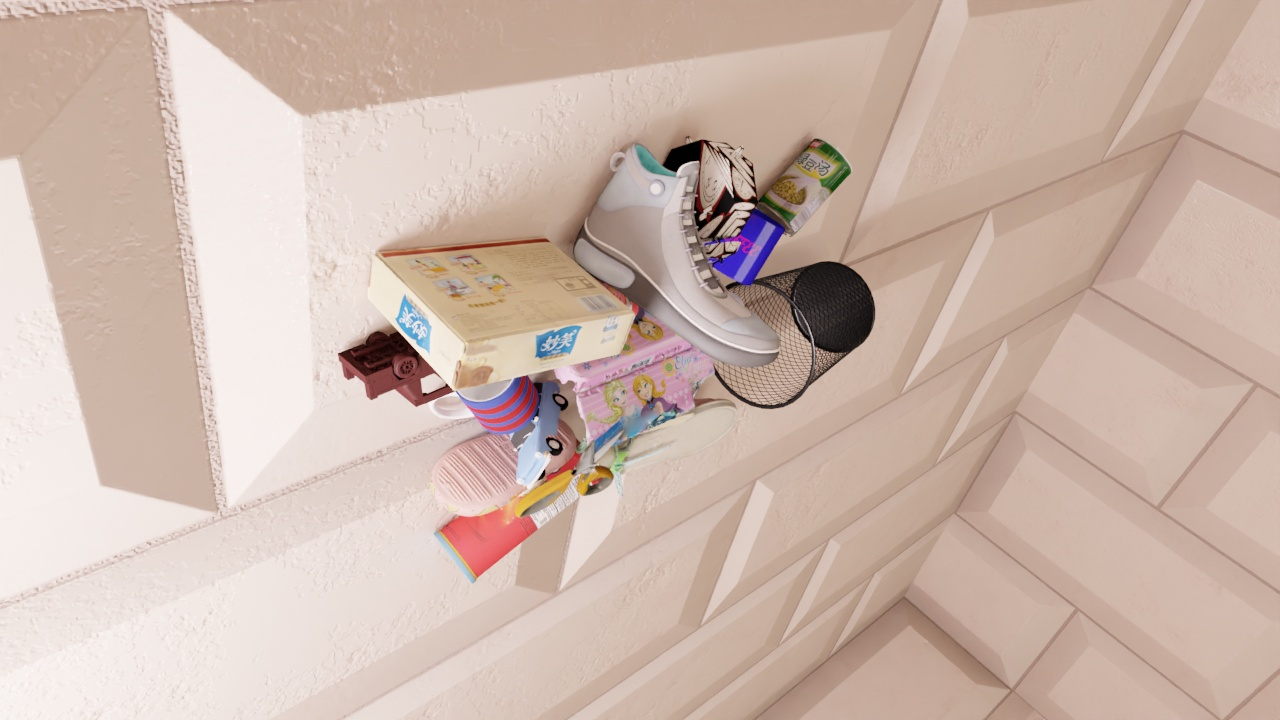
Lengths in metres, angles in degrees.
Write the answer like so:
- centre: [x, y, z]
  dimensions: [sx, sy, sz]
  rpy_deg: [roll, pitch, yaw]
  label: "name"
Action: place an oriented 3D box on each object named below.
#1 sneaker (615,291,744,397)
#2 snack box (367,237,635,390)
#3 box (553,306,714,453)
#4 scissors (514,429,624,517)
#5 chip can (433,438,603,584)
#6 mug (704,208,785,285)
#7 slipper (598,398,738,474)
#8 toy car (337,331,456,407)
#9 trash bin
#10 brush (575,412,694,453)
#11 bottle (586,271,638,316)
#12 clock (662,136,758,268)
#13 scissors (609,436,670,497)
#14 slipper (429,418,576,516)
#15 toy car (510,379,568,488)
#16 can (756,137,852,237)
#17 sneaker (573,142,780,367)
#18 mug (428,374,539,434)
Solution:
- centre: [0.057, 0.006, 1.254]
  dimensions: [0.235, 0.089, 0.087]
  rpy_deg: [-41, 148, 1]
  label: "sneaker"
- centre: [-0.131, -0.052, 0.880]
  dimensions: [0.206, 0.153, 0.055]
  rpy_deg: [-13, 135, -44]
  label: "snack box"
- centre: [0.000, 0.002, 1.116]
  dimensions: [0.229, 0.160, 0.062]
  rpy_deg: [-22, 170, -38]
  label: "box"
- centre: [-0.061, 0.130, 1.081]
  dimensions: [0.175, 0.016, 0.226]
  rpy_deg: [-7, 154, -42]
  label: "scissors"
- centre: [-0.155, 0.187, 1.184]
  dimensions: [0.213, 0.087, 0.087]
  rpy_deg: [-38, 148, -17]
  label: "chip can"
- centre: [0.133, -0.156, 1.191]
  dimensions: [0.084, 0.079, 0.111]
  rpy_deg: [-59, 176, 17]
  label: "mug"
- centre: [0.024, 0.108, 1.352]
  dimensions: [0.273, 0.054, 0.114]
  rpy_deg: [-15, 140, -26]
  label: "slipper"
- centre: [-0.207, -0.004, 0.916]
  dimensions: [0.169, 0.070, 0.062]
  rpy_deg: [-25, 130, -35]
  label: "toy car"
- centre: [0.226, -0.051, 1.330]
  dimensions: [0.209, 0.184, 0.184]
  rpy_deg: [-25, 142, -44]
  label: "trash bin"
- centre: [-0.001, 0.093, 1.226]
  dimensions: [0.217, 0.012, 0.033]
  rpy_deg: [-11, 149, -45]
  label: "brush"
- centre: [-0.053, -0.069, 1.054]
  dimensions: [0.137, 0.062, 0.062]
  rpy_deg: [9, 117, -55]
  label: "bottle"
- centre: [0.064, -0.169, 1.031]
  dimensions: [0.064, 0.115, 0.155]
  rpy_deg: [-8, 113, -48]
  label: "clock"
- centre: [-0.034, 0.151, 1.302]
  dimensions: [0.172, 0.021, 0.172]
  rpy_deg: [-24, 143, -18]
  label: "scissors"
- centre: [-0.164, 0.137, 1.119]
  dimensions: [0.196, 0.093, 0.082]
  rpy_deg: [-26, 151, -36]
  label: "slipper"
- centre: [-0.122, 0.081, 1.072]
  dimensions: [0.054, 0.153, 0.056]
  rpy_deg: [26, 120, -16]
  label: "toy car"
- centre: [0.217, -0.230, 1.214]
  dimensions: [0.121, 0.067, 0.067]
  rpy_deg: [-48, 149, -1]
  label: "can"
- centre: [0.059, -0.114, 0.962]
  dimensions: [0.092, 0.257, 0.161]
  rpy_deg: [-28, 148, -62]
  label: "sneaker"
- centre: [-0.176, 0.039, 1.017]
  dimensions: [0.112, 0.075, 0.076]
  rpy_deg: [-20, 147, 2]
  label: "mug"
